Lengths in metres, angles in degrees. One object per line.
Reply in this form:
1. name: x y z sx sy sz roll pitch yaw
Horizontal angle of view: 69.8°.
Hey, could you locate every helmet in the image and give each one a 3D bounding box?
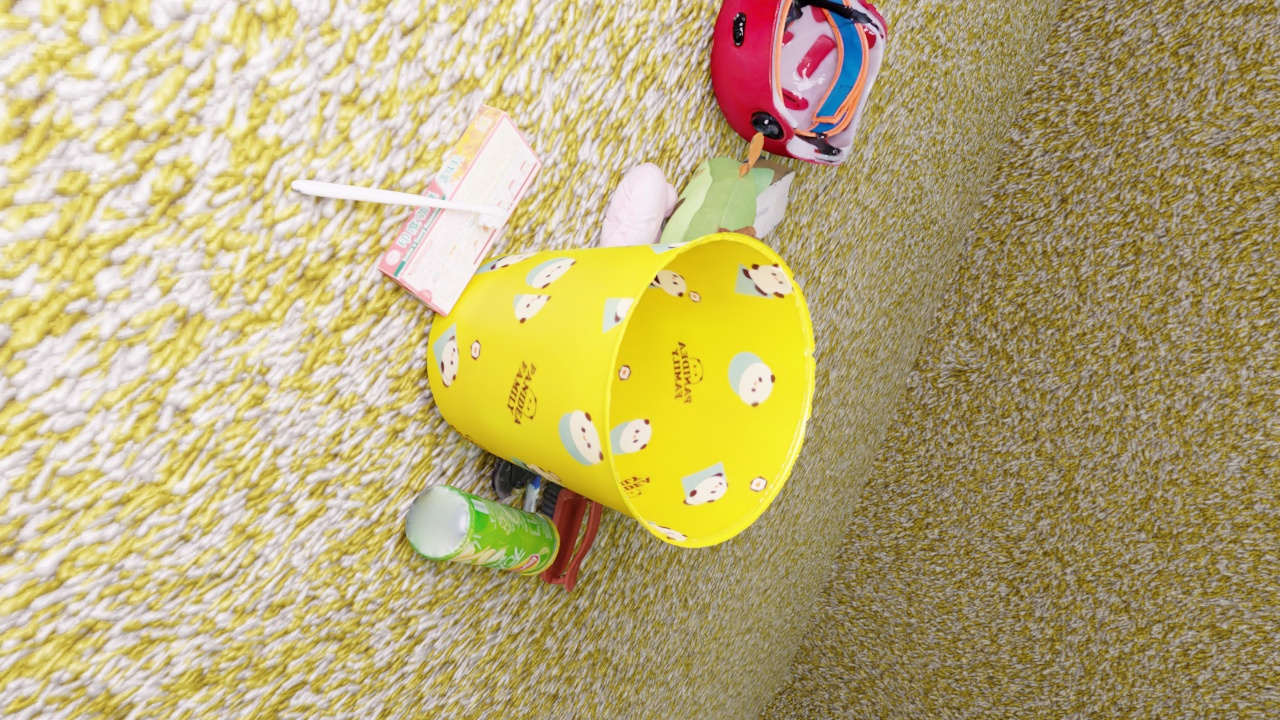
1. helmet: 0.146 -0.323 0.967 0.240 0.144 0.206 31 76 -52

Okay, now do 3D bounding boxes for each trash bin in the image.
1. trash bin: -0.027 0.007 0.750 0.229 0.256 0.230 -10 104 -44

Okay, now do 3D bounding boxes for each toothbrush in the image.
1. toothbrush: -0.167 -0.112 0.662 0.179 0.016 0.016 -1 114 -49

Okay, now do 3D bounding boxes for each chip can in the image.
1. chip can: -0.158 0.178 0.945 0.072 0.072 0.221 -61 156 -6

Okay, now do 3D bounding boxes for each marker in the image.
1. marker: -0.129 0.175 1.066 0.016 0.017 0.146 -31 141 -50

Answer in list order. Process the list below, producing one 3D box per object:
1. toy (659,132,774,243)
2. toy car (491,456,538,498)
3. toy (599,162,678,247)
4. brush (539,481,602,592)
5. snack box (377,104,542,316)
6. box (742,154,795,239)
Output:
1. toy: 0.073 -0.140 0.968 0.228 0.090 0.246 -53 -168 35
2. toy car: -0.110 0.092 0.989 0.157 0.042 0.070 -32 141 -51
3. toy: 0.000 -0.144 0.959 0.121 0.054 0.159 -69 167 11
4. brush: -0.091 0.213 1.117 0.063 0.069 0.146 -19 131 -56
5. snack box: -0.141 -0.118 0.735 0.155 0.027 0.077 -59 155 -9
6. box: 0.133 -0.198 1.167 0.183 0.061 0.090 -37 146 -48
